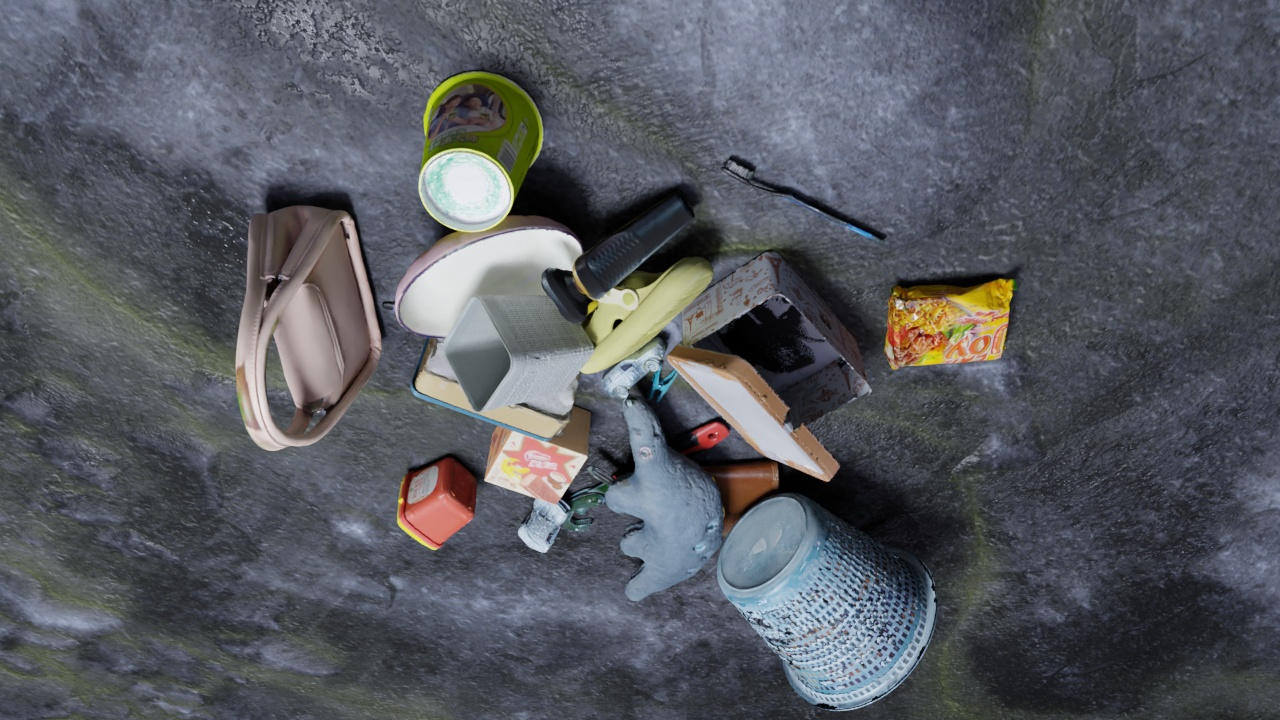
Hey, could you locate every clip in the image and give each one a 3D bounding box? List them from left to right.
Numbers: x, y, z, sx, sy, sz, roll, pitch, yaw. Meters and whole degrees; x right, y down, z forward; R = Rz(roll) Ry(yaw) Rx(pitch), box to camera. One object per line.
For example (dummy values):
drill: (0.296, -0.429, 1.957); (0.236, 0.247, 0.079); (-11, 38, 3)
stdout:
clip: (0.023, 0.026, 1.051); (0.040, 0.014, 0.056); (18, 127, -13)

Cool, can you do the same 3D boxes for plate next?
plate: (-0.149, -0.087, 0.895); (0.192, 0.039, 0.193); (-22, 162, -8)

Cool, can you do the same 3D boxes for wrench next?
wrench: (-0.003, 0.145, 1.150); (0.274, 0.016, 0.056); (-35, 125, 27)

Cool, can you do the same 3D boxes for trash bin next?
trash bin: (0.208, 0.270, 1.107); (0.227, 0.226, 0.195); (-35, 116, 26)

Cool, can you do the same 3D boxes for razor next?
razor: (-0.019, -0.106, 0.891); (0.167, 0.067, 0.062); (-37, 104, -2)

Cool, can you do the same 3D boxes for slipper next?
slipper: (-0.007, -0.061, 0.947); (0.191, 0.091, 0.081); (-39, 82, 37)

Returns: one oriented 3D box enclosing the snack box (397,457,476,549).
snack box: (-0.249, 0.172, 1.132); (0.080, 0.091, 0.082); (-32, 123, 17)

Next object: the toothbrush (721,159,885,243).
toothbrush: (0.163, -0.154, 0.898); (0.189, 0.014, 0.016); (21, 104, -16)

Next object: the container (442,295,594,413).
container: (-0.119, -0.011, 0.924); (0.114, 0.090, 0.090); (-9, 149, -44)

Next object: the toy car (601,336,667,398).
toy car: (-0.006, 0.006, 1.018); (0.034, 0.042, 0.091); (45, 120, -11)

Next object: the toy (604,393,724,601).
toy: (0.033, 0.187, 1.118); (0.138, 0.091, 0.357); (7, 129, 14)

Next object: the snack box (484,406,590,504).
snack box: (-0.120, 0.101, 1.075); (0.092, 0.076, 0.095); (22, 127, -16)

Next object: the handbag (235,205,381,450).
handbag: (-0.328, -0.017, 0.878); (0.093, 0.233, 0.194); (-3, 130, 1)

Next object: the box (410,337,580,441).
box: (-0.160, 0.017, 0.993); (0.184, 0.089, 0.061); (22, 145, -13)

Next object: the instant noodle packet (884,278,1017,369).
instant noodle packet: (0.328, -0.037, 0.974); (0.128, 0.044, 0.111); (-5, 134, 5)

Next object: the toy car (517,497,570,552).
toy car: (-0.127, 0.212, 1.189); (0.049, 0.031, 0.106); (34, 128, 7)

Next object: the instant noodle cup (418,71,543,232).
instant noodle cup: (-0.147, -0.178, 0.812); (0.112, 0.123, 0.112); (1, 130, 1)

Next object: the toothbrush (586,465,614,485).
toothbrush: (-0.007, 0.173, 1.155); (0.016, 0.018, 0.181); (-29, 133, 26)

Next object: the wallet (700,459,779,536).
wallet: (0.127, 0.176, 1.166); (0.101, 0.032, 0.125); (-4, 129, 7)

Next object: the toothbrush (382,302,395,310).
toothbrush: (-0.186, -0.044, 0.996); (0.189, 0.016, 0.014); (8, 130, -4)

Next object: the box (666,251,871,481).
box: (0.131, 0.024, 0.940); (0.153, 0.177, 0.182); (-34, 122, 24)
